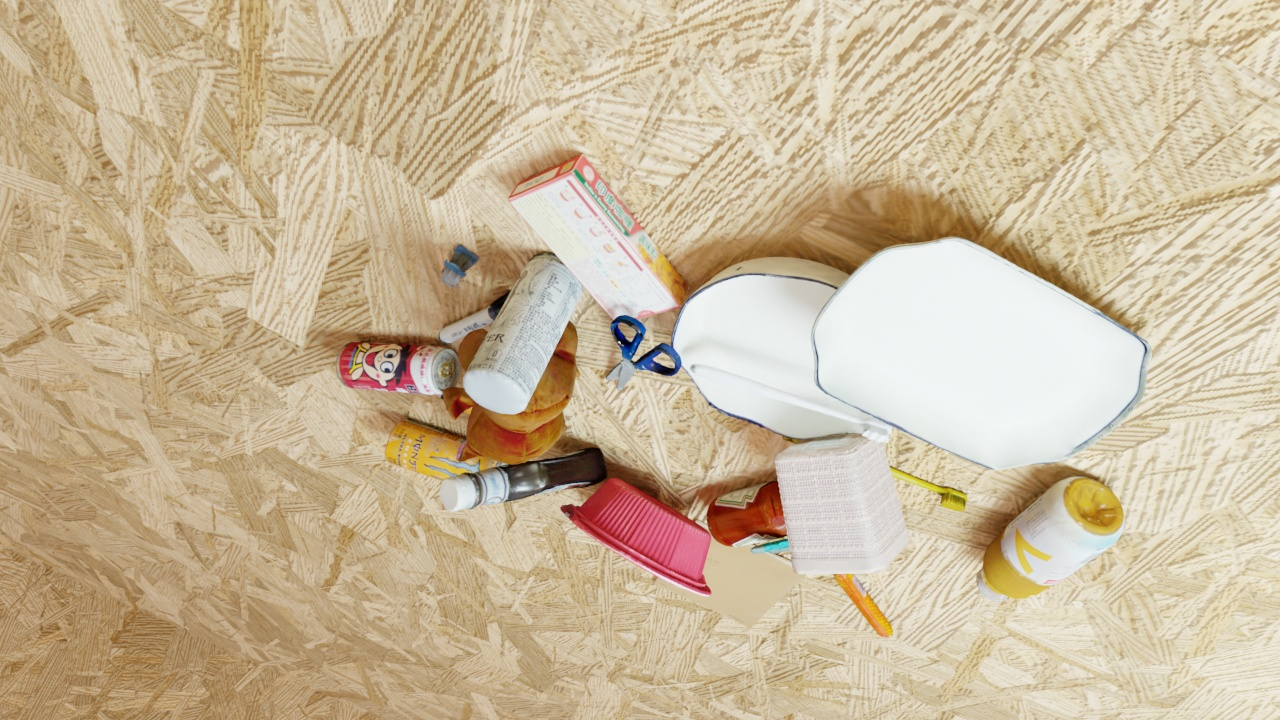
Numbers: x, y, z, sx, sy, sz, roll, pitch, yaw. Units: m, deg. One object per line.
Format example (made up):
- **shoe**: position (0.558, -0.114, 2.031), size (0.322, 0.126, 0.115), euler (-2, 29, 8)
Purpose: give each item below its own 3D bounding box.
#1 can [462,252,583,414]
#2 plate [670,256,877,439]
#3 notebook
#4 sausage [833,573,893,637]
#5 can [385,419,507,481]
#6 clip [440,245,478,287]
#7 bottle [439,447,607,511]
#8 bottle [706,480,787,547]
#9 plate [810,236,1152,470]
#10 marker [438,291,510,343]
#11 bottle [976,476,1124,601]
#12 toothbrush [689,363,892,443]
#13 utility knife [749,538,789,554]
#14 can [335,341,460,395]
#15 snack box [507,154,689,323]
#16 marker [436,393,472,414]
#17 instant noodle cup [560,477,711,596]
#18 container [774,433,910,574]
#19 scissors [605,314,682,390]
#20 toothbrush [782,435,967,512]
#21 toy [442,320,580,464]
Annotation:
- **can**: position (-0.099, -0.025, 0.799), size (0.058, 0.146, 0.058), euler (14, 144, 11)
- **plate**: position (0.129, -0.011, 0.783), size (0.205, 0.045, 0.205), euler (15, 144, 11)
- **notebook**: position (0.110, 0.281, 1.191), size (0.149, 0.012, 0.212), euler (24, 144, 1)
- **sausage**: position (0.271, 0.294, 1.111), size (0.021, 0.021, 0.165), euler (-9, 133, 36)
- **can**: position (-0.238, 0.121, 1.133), size (0.146, 0.058, 0.058), euler (17, 144, 8)
- **clip**: position (-0.176, -0.086, 0.874), size (0.027, 0.045, 0.058), euler (31, 149, -13)
- **bottle**: position (-0.127, 0.130, 0.998), size (0.194, 0.044, 0.080), euler (-5, 168, -46)
- **bottle**: position (0.156, 0.153, 0.960), size (0.060, 0.059, 0.207), euler (40, 142, -22)
- **plate**: position (0.251, -0.005, 0.688), size (0.265, 0.034, 0.162), euler (23, 127, -17)
- **marker**: position (-0.163, -0.042, 0.922), size (0.131, 0.018, 0.022), euler (-19, 118, 42)
- **bottle**: position (0.377, 0.178, 0.868), size (0.068, 0.067, 0.190), euler (20, 144, 3)
- **toothbrush**: position (0.127, 0.036, 0.789), size (0.180, 0.016, 0.016), euler (19, 142, 7)
- **utility knife**: position (0.184, 0.187, 0.964), size (0.151, 0.012, 0.029), euler (-9, 162, -13)
- **can**: position (-0.267, 0.008, 1.010), size (0.133, 0.053, 0.053), euler (3, 140, 25)
- **snack box**: position (-0.034, -0.097, 0.774), size (0.077, 0.026, 0.156), euler (-13, 131, 39)
- **marker**: position (-0.231, 0.034, 1.059), size (0.124, 0.015, 0.018), euler (29, 142, -4)
- **instant noodle cup**: position (0.008, 0.190, 1.037), size (0.194, 0.066, 0.194), euler (29, 177, 1)
- **container**: position (0.181, 0.125, 0.835), size (0.090, 0.089, 0.111), euler (-10, 96, 36)
- **scissors**: position (-0.017, -0.004, 0.863), size (0.125, 0.012, 0.174), euler (48, 156, -27)
- **toothbrush**: position (0.229, 0.107, 0.901), size (0.190, 0.016, 0.016), euler (21, 147, 3)
- **toy**: position (-0.127, 0.037, 0.919), size (0.140, 0.130, 0.200), euler (-8, 147, -13)
